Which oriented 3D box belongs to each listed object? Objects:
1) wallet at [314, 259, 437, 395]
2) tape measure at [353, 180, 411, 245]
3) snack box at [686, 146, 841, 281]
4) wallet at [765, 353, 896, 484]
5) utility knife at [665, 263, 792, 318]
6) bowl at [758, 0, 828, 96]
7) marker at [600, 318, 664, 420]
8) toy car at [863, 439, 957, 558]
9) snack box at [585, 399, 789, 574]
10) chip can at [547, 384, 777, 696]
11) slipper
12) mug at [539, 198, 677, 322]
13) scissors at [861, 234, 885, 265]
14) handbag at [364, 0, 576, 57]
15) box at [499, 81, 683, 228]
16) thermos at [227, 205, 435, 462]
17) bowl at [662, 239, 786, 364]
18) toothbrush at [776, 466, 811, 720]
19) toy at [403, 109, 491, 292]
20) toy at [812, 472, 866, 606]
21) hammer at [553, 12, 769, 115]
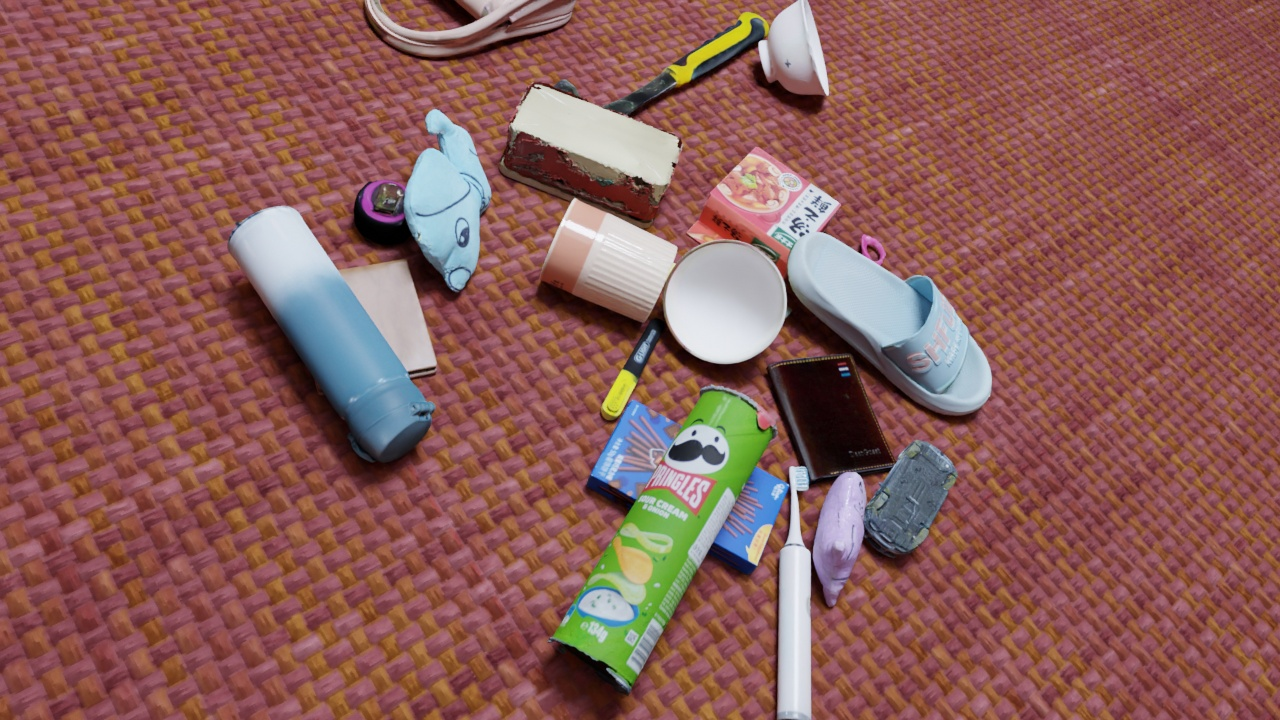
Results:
[{"bbox_3d":[-0.235,-0.031,0.782,0.101,0.020,0.115,-13,66,-23],"label":"wallet"},{"bbox_3d":[-0.232,-0.137,0.836,0.057,0.039,0.057,11,56,-11],"label":"tape measure"},{"bbox_3d":[0.130,-0.149,0.957,0.113,0.044,0.126,36,55,7],"label":"snack box"},{"bbox_3d":[0.179,0.053,0.862,0.096,0.020,0.122,-7,63,-22],"label":"wallet"},{"bbox_3d":[0.067,-0.074,0.907,0.173,0.019,0.030,25,50,-3],"label":"utility knife"},{"bbox_3d":[0.178,-0.364,1.090,0.065,0.118,0.118,-12,54,21],"label":"bowl"},{"bbox_3d":[-0.005,0.005,0.834,0.018,0.015,0.123,30,53,-2],"label":"marker"},{"bbox_3d":[0.241,0.123,0.824,0.054,0.037,0.120,40,55,6],"label":"toy car"},{"bbox_3d":[0.041,0.106,0.777,0.157,0.026,0.084,28,56,1],"label":"snack box"},{"bbox_3d":[0.022,0.131,0.701,0.072,0.072,0.235,32,67,3],"label":"chip can"},{"bbox_3d":[0.253,-0.046,0.897,0.245,0.074,0.103,36,55,-8],"label":"slipper"},{"bbox_3d":[-0.027,-0.098,0.860,0.106,0.082,0.114,24,29,-4],"label":"mug"},{"bbox_3d":[0.225,-0.081,0.965,0.096,0.017,0.137,13,59,-11],"label":"scissors"},{"bbox_3d":[-0.197,-0.421,1.014,0.193,0.094,0.233,40,64,9],"label":"handbag"},{"bbox_3d":[-0.048,-0.210,0.919,0.168,0.079,0.091,20,54,-4],"label":"box"},{"bbox_3d":[-0.245,-0.020,0.726,0.070,0.070,0.220,-29,76,-31],"label":"thermos"},{"bbox_3d":[0.082,-0.057,0.860,0.113,0.113,0.062,35,14,6],"label":"bowl"},{"bbox_3d":[0.127,0.185,0.755,0.026,0.027,0.220,1,55,9],"label":"toothbrush"},{"bbox_3d":[-0.174,-0.146,0.830,0.156,0.050,0.161,-43,120,-65],"label":"toy"},{"bbox_3d":[0.169,0.140,0.771,0.039,0.084,0.107,12,48,15],"label":"toy"},{"bbox_3d":[0.048,-0.328,1.055,0.126,0.032,0.322,42,55,11],"label":"hammer"}]
